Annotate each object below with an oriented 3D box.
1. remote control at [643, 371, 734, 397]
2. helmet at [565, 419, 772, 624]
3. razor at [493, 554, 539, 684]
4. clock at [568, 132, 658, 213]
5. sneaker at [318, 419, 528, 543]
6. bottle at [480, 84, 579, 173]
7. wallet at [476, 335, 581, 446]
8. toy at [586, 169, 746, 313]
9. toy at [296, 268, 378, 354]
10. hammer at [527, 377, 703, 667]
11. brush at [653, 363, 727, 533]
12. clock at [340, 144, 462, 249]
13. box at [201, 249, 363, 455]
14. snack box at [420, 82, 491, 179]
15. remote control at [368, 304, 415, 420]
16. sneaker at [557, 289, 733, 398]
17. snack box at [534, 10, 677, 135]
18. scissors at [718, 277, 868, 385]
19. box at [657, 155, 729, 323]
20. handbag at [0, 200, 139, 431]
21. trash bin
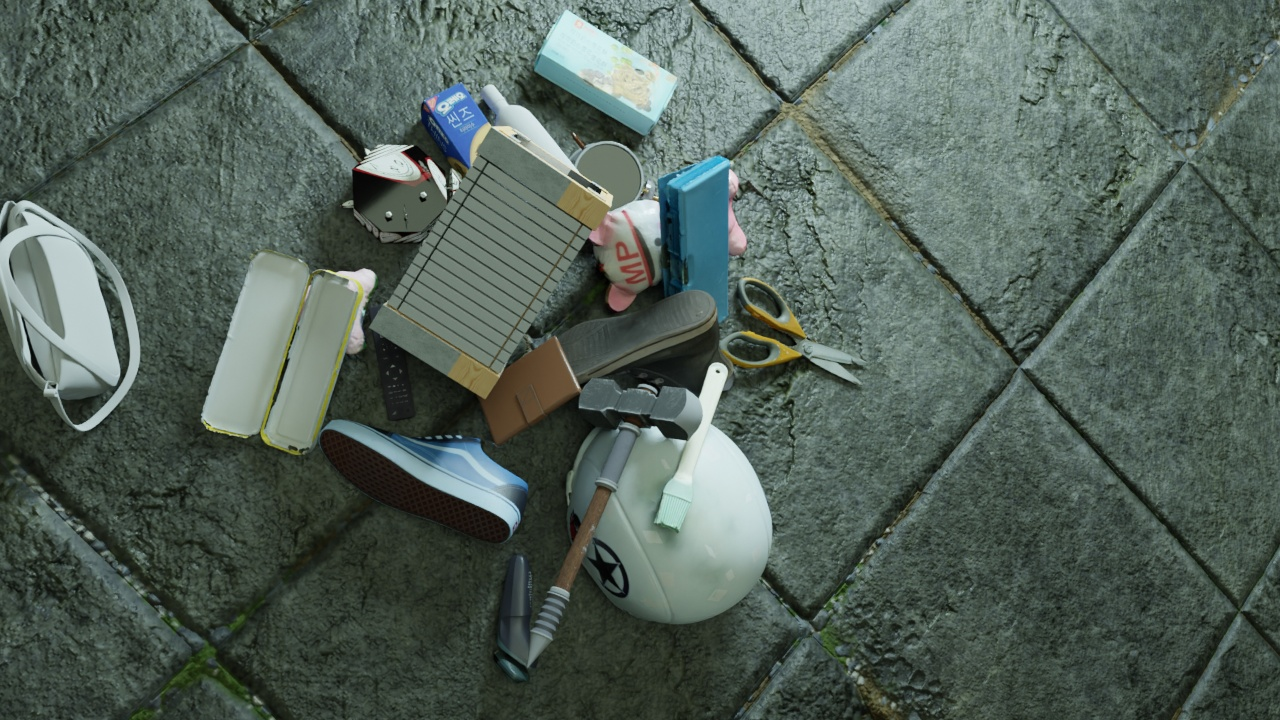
[{"bbox_3d":[0.063,0.022,1.179,0.124,0.009,0.046,-4,81,-17],"label":"remote control"},{"bbox_3d":[0.042,0.173,1.067,0.236,0.164,0.264,-20,85,-20],"label":"helmet"},{"bbox_3d":[-0.140,0.296,1.056,0.052,0.047,0.142,0,76,8],"label":"razor"},{"bbox_3d":[-0.033,-0.224,1.170,0.148,0.056,0.104,18,86,-13],"label":"clock"},{"bbox_3d":[-0.241,0.120,1.052,0.241,0.084,0.098,26,39,-4],"label":"sneaker"},{"bbox_3d":[-0.139,-0.268,1.126,0.052,0.053,0.195,-29,67,-19],"label":"bottle"},{"bbox_3d":[-0.132,0.036,1.072,0.121,0.013,0.087,-33,58,10],"label":"wallet"},{"bbox_3d":[0.032,-0.157,1.152,0.212,0.084,0.142,-29,133,-16],"label":"toy"},{"bbox_3d":[-0.352,-0.061,1.050,0.093,0.050,0.102,12,74,-8],"label":"toy"},{"bbox_3d":[-0.051,0.165,0.966,0.043,0.156,0.321,53,52,-46],"label":"hammer"},{"bbox_3d":[0.060,0.090,1.015,0.033,0.012,0.217,20,58,1],"label":"brush"},{"bbox_3d":[-0.267,-0.192,1.090,0.154,0.065,0.114,20,75,-11],"label":"clock"},{"bbox_3d":[-0.393,-0.007,1.010,0.129,0.038,0.209,18,94,-9],"label":"box"},{"bbox_3d":[-0.190,-0.236,1.125,0.056,0.057,0.206,-34,91,-20],"label":"snack box"},{"bbox_3d":[-0.291,0.002,1.075,0.032,0.015,0.136,-10,85,-18],"label":"remote control"},{"bbox_3d":[-0.007,0.006,1.114,0.235,0.095,0.120,-21,130,6],"label":"sneaker"},{"bbox_3d":[-0.045,-0.373,1.195,0.174,0.053,0.074,29,73,-11],"label":"snack box"},{"bbox_3d":[0.209,-0.034,1.229,0.225,0.016,0.161,9,76,-18],"label":"scissors"},{"bbox_3d":[0.066,-0.131,1.113,0.048,0.232,0.092,30,52,33],"label":"box"},{"bbox_3d":[-0.570,-0.047,0.893,0.095,0.223,0.215,-16,85,-18],"label":"handbag"},{"bbox_3d":[-0.158,-0.113,1.014,0.142,0.142,0.247,33,102,-9],"label":"trash bin"}]
